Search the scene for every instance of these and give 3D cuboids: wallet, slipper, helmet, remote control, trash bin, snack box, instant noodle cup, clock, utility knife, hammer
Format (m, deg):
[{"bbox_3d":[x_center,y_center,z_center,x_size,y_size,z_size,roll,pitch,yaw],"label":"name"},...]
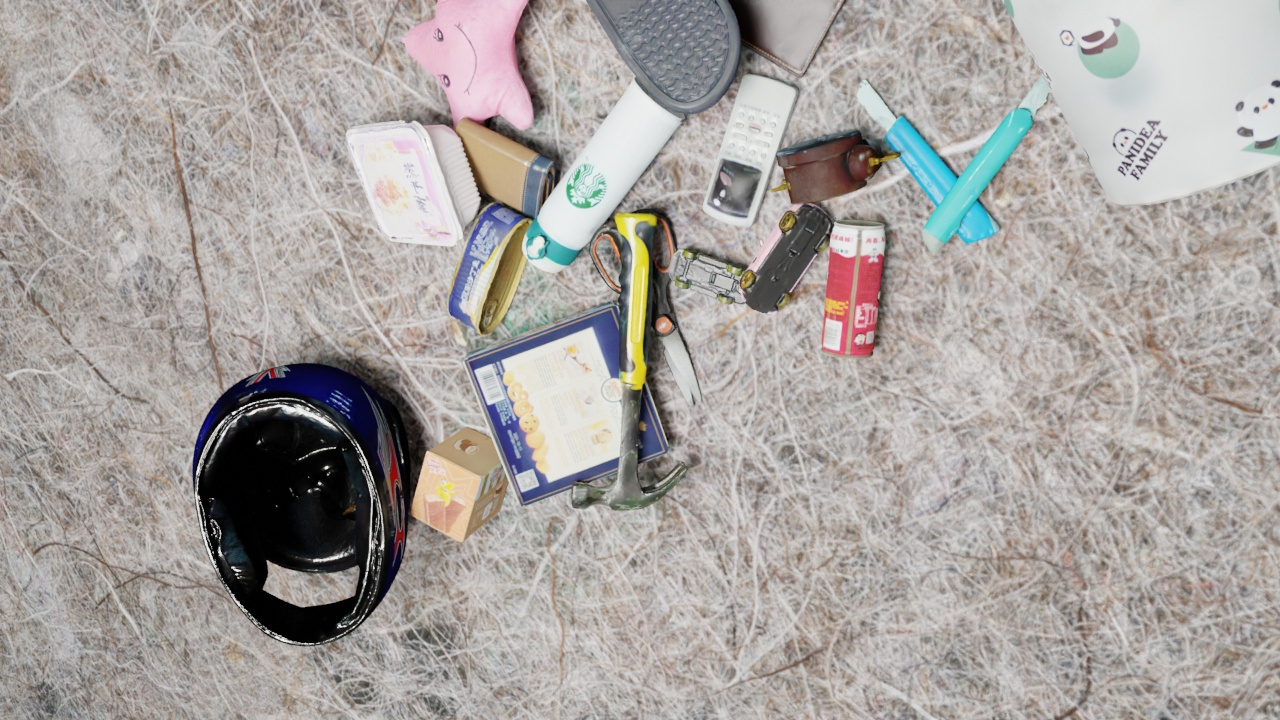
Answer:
[{"bbox_3d":[0.129,-0.347,0.892,0.122,0.020,0.097,33,119,8],"label":"wallet"},{"bbox_3d":[0.017,-0.352,0.908,0.111,0.083,0.268,-39,71,17],"label":"slipper"},{"bbox_3d":[-0.395,0.160,1.109,0.247,0.240,0.315,-13,93,-6],"label":"helmet"},{"bbox_3d":[0.110,-0.212,0.935,0.058,0.021,0.150,22,111,14],"label":"remote control"},{"bbox_3d":[0.407,-0.272,0.704,0.230,0.229,0.252,-23,101,25],"label":"trash bin"},{"bbox_3d":[-0.216,0.150,1.122,0.077,0.092,0.094,24,112,13],"label":"snack box"},{"bbox_3d":[-0.246,-0.203,1.018,0.174,0.060,0.138,10,125,45],"label":"instant noodle cup"},{"bbox_3d":[0.187,-0.188,0.880,0.122,0.081,0.055,-9,106,24],"label":"clock"},{"bbox_3d":[-0.150,-0.209,1.009,0.115,0.033,0.090,26,147,5],"label":"wallet"},{"bbox_3d":[0.271,-0.191,0.881,0.034,0.018,0.194,-39,89,15],"label":"utility knife"},{"bbox_3d":[-0.006,0.006,0.984,0.126,0.032,0.323,1,101,-7],"label":"hammer"},{"bbox_3d":[0.332,-0.196,0.849,0.029,0.013,0.223,36,106,8],"label":"utility knife"},{"bbox_3d":[-0.082,0.048,1.028,0.182,0.046,0.178,-20,98,-3],"label":"snack box"}]

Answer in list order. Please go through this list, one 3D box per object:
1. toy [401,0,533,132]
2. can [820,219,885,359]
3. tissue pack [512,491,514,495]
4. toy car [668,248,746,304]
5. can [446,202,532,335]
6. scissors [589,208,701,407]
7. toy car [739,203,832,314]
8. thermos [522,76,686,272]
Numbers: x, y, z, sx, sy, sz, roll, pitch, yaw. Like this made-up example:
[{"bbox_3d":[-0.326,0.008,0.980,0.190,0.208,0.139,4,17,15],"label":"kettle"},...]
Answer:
[{"bbox_3d":[-0.187,-0.324,0.988,0.179,0.074,0.195,19,122,27],"label":"toy"},{"bbox_3d":[0.213,-0.072,0.918,0.053,0.053,0.133,7,107,19],"label":"can"},{"bbox_3d":[-0.122,0.096,1.095,0.093,0.050,0.133,-13,99,24],"label":"tissue pack"},{"bbox_3d":[0.075,-0.090,0.974,0.090,0.035,0.042,20,110,11],"label":"toy car"},{"bbox_3d":[-0.171,-0.104,1.045,0.049,0.074,0.148,29,113,14],"label":"can"},{"bbox_3d":[0.034,-0.058,1.004,0.143,0.021,0.235,-44,103,4],"label":"scissors"},{"bbox_3d":[0.146,-0.105,0.936,0.056,0.037,0.122,27,109,-20],"label":"toy car"},{"bbox_3d":[-0.047,-0.189,0.973,0.073,0.073,0.225,43,115,5],"label":"thermos"}]
